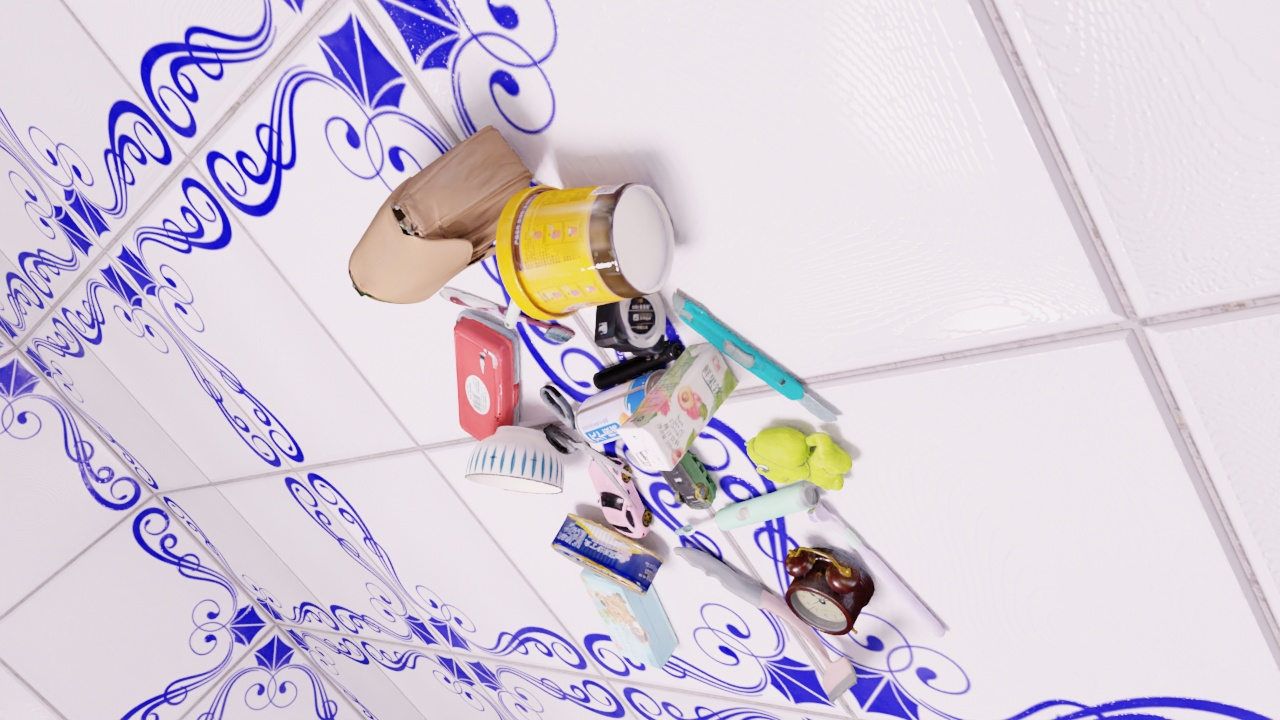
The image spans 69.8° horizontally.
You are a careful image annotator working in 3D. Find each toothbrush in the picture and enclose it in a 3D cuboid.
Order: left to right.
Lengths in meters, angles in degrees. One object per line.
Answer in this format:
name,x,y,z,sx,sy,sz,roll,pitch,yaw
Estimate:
toothbrush,-0.152,-0.049,1.005,0.188,0.017,0.016,18,137,27
toothbrush,-0.115,-0.095,0.915,0.029,0.020,0.190,38,139,12
toothbrush,0.108,0.164,0.978,0.225,0.027,0.026,-30,67,52
toothbrush,0.237,0.211,0.915,0.189,0.029,0.021,45,106,-5

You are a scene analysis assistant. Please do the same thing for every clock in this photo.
clock,0.191,0.231,0.944,0.082,0.055,0.122,12,137,35

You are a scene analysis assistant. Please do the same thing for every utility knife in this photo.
utility knife,0.100,0.000,0.831,0.187,0.013,0.029,36,143,7

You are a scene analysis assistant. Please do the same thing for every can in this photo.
can,-0.044,0.243,1.154,0.148,0.049,0.074,18,159,32
can,-0.013,0.050,0.949,0.053,0.053,0.135,51,142,-12

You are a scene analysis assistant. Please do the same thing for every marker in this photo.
marker,-0.005,0.005,0.926,0.022,0.020,0.132,39,146,-22

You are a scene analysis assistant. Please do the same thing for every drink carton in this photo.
drink carton,0.035,0.042,0.843,0.046,0.122,0.053,-7,124,48

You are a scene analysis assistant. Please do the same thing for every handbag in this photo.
handbag,-0.184,-0.124,0.851,0.100,0.147,0.205,50,147,-8

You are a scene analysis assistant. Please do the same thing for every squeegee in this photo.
squeegee,0.142,0.285,1.056,0.249,0.040,0.248,37,164,19

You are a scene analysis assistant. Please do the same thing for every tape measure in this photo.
tape measure,-0.008,-0.039,0.845,0.065,0.066,0.034,17,163,-41

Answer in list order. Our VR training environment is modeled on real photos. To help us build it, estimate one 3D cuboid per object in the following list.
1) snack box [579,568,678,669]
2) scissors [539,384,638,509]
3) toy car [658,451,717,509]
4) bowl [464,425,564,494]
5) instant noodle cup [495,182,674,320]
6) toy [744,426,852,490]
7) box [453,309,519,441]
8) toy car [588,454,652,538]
snack box,-0.014,0.338,1.241,0.074,0.051,0.175,6,130,38
scissors,-0.065,0.099,1.047,0.178,0.014,0.160,61,152,-5
toy car,0.046,0.120,0.980,0.043,0.036,0.091,-17,115,50
bowl,-0.145,0.116,1.086,0.116,0.066,0.116,7,163,2
instant noodle cup,-0.043,-0.097,0.784,0.115,0.118,0.118,-4,124,35
toy,0.147,0.091,0.866,0.100,0.031,0.097,25,141,14
box,-0.184,0.025,1.097,0.086,0.046,0.202,29,142,17
toy car,-0.027,0.165,1.093,0.056,0.037,0.122,3,128,38
